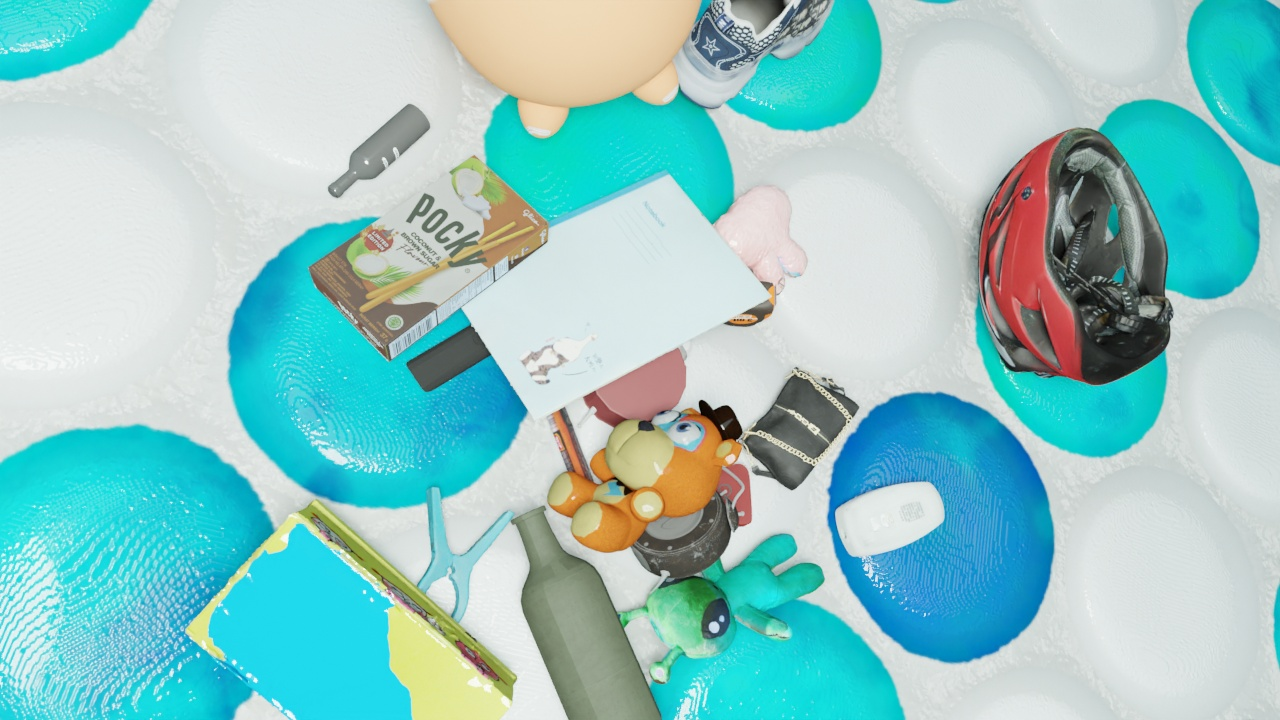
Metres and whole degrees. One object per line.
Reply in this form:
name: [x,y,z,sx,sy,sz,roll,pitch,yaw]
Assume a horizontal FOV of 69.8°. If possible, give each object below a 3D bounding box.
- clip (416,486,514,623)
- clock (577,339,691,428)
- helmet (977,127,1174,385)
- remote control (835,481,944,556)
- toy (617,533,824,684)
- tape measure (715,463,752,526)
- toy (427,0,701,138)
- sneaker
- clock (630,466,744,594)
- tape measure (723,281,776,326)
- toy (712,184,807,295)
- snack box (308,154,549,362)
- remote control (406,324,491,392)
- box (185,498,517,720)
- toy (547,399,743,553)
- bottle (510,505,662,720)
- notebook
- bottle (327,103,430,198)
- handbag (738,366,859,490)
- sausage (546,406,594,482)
clip: [-0.150,0.175,0.773,0.103,0.027,0.120,21,70,-9]
clock: [-0.005,0.005,0.853,0.096,0.048,0.137,18,71,-13]
helmet: [0.454,-0.108,0.970,0.217,0.167,0.271,11,77,-30]
remote control: [0.248,0.154,0.907,0.114,0.028,0.060,-16,81,-22]
toy: [0.074,0.215,0.815,0.193,0.072,0.130,-19,43,-25]
tape measure: [0.077,0.126,0.864,0.051,0.019,0.059,5,68,-15]
toy: [-0.067,-0.357,0.827,0.262,0.265,0.281,-18,110,-7]
sneaker: [0.142,-0.383,0.962,0.103,0.133,0.268,46,66,0]
clock: [0.039,0.147,0.810,0.122,0.091,0.044,-33,128,-14]
tape measure: [0.102,-0.059,0.900,0.058,0.059,0.038,0,74,4]
toy: [0.123,-0.118,0.930,0.108,0.053,0.105,-42,102,-24]
snack box: [-0.184,-0.095,0.816,0.101,0.032,0.185,43,66,13]
remote control: [-0.143,-0.021,0.832,0.146,0.015,0.033,-34,88,-23]
box: [-0.214,0.222,0.697,0.221,0.080,0.124,40,83,-2]
toy: [0.011,0.096,0.780,0.175,0.112,0.096,-23,115,-19]
bottle: [-0.054,0.222,0.765,0.071,0.072,0.206,-22,83,-22]
notebook: [-0.032,-0.070,0.844,0.253,0.009,0.181,-28,65,-19]
bottle: [-0.241,-0.188,0.837,0.030,0.030,0.112,41,67,-4]
handbag: [0.152,0.065,0.894,0.079,0.054,0.128,39,70,7]
sausage: [-0.057,0.098,0.826,0.020,0.020,0.155,-18,82,-22]
